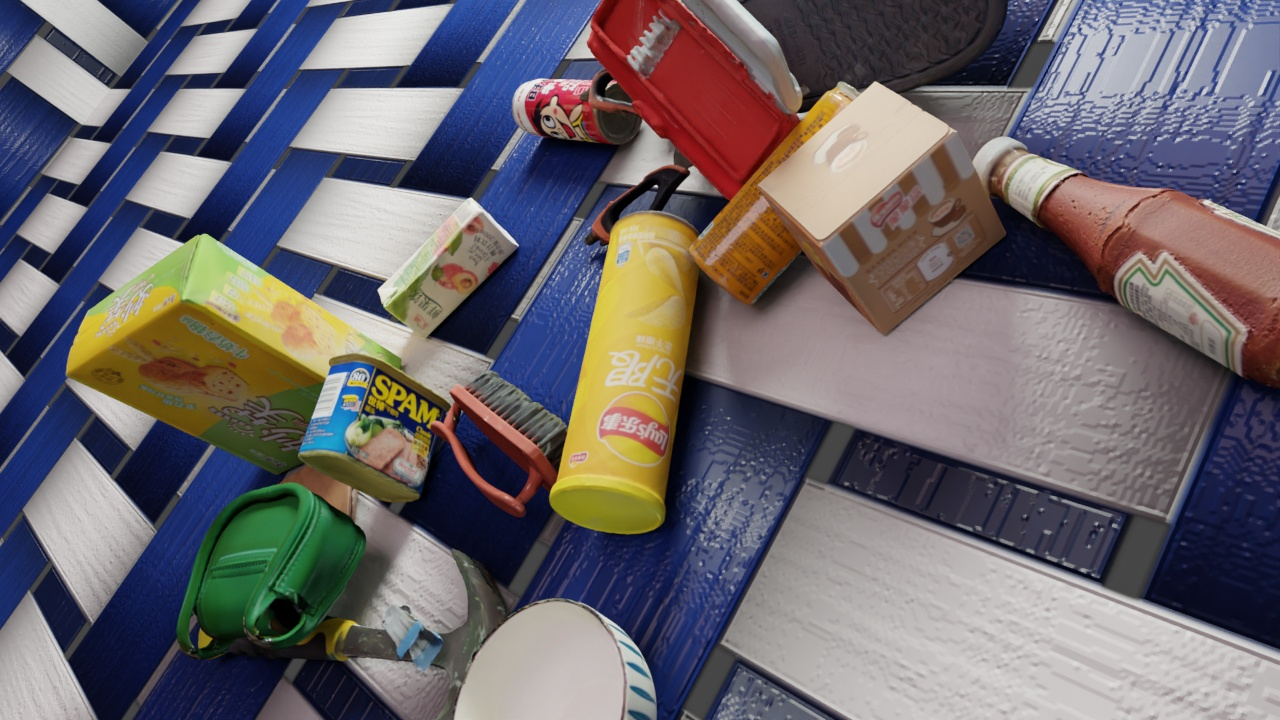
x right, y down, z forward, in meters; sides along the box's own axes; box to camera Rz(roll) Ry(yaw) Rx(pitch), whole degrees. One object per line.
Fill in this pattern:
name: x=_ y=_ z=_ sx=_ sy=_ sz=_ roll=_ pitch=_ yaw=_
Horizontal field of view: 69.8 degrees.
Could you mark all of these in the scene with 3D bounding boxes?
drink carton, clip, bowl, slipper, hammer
drink carton: x=-0.174 y=-0.083 z=0.822 sx=0.122 sy=0.053 sz=0.045 roll=-44 pitch=38 yaw=4
clip: x=-0.150 y=0.175 z=0.592 sx=0.058 sy=0.043 sz=0.026 roll=21 pitch=77 yaw=50
bowl: x=-0.038 y=0.195 z=0.496 sx=0.117 sy=0.066 sz=0.116 roll=-21 pitch=50 yaw=27
slipper: x=0.130 y=-0.239 z=0.647 sx=0.269 sy=0.111 sz=0.083 roll=-2 pitch=30 yaw=47
hammer: x=-0.221 y=0.201 z=0.668 sx=0.324 sy=0.032 sz=0.126 roll=-8 pitch=55 yaw=36

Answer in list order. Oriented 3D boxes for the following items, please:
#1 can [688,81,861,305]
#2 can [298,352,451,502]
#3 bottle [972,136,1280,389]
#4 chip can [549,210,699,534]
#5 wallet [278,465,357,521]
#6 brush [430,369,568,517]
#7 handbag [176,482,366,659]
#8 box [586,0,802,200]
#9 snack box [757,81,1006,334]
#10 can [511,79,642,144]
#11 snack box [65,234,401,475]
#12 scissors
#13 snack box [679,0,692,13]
can: x=0.099 y=-0.106 z=0.598 sx=0.146 sy=0.058 sz=0.058 roll=-48 pitch=41 yaw=13
can: x=-0.204 y=0.055 z=0.711 sx=0.057 sy=0.102 sz=0.083 roll=-9 pitch=58 yaw=35
bottle: x=0.248 y=-0.062 z=0.461 sx=0.060 sy=0.060 sz=0.206 roll=-43 pitch=42 yaw=5
chip can: x=-0.004 y=0.004 z=0.607 sx=0.072 sy=0.072 sz=0.212 roll=-11 pitch=53 yaw=33
wallet: x=-0.276 y=0.128 z=0.769 sx=0.101 sy=0.020 sz=0.115 roll=-32 pitch=41 yaw=17
brush: x=-0.100 y=0.056 z=0.652 sx=0.069 sy=0.063 sz=0.146 roll=-43 pitch=40 yaw=-15
handbag: x=-0.272 y=0.155 z=0.665 sx=0.132 sy=0.068 sz=0.120 roll=-16 pitch=39 yaw=32
box: x=0.035 y=-0.220 z=0.632 sx=0.073 sy=0.155 sz=0.201 roll=-27 pitch=63 yaw=-22
snack box: x=0.141 y=-0.088 z=0.539 sx=0.093 sy=0.094 sz=0.077 roll=-41 pitch=42 yaw=8
can: x=-0.060 y=-0.228 z=0.837 sx=0.133 sy=0.053 sz=0.053 roll=20 pitch=73 yaw=45
snack box: x=-0.331 y=0.005 z=0.769 sx=0.158 sy=0.210 sz=0.070 roll=-24 pitch=48 yaw=25
scissors: x=0.027 y=-0.165 z=0.701 sx=0.226 sy=0.015 sz=0.189 roll=-31 pitch=70 yaw=32
snack box: x=0.065 y=-0.276 z=0.778 sx=0.113 sy=0.053 sz=0.125 roll=-17 pitch=56 yaw=30
